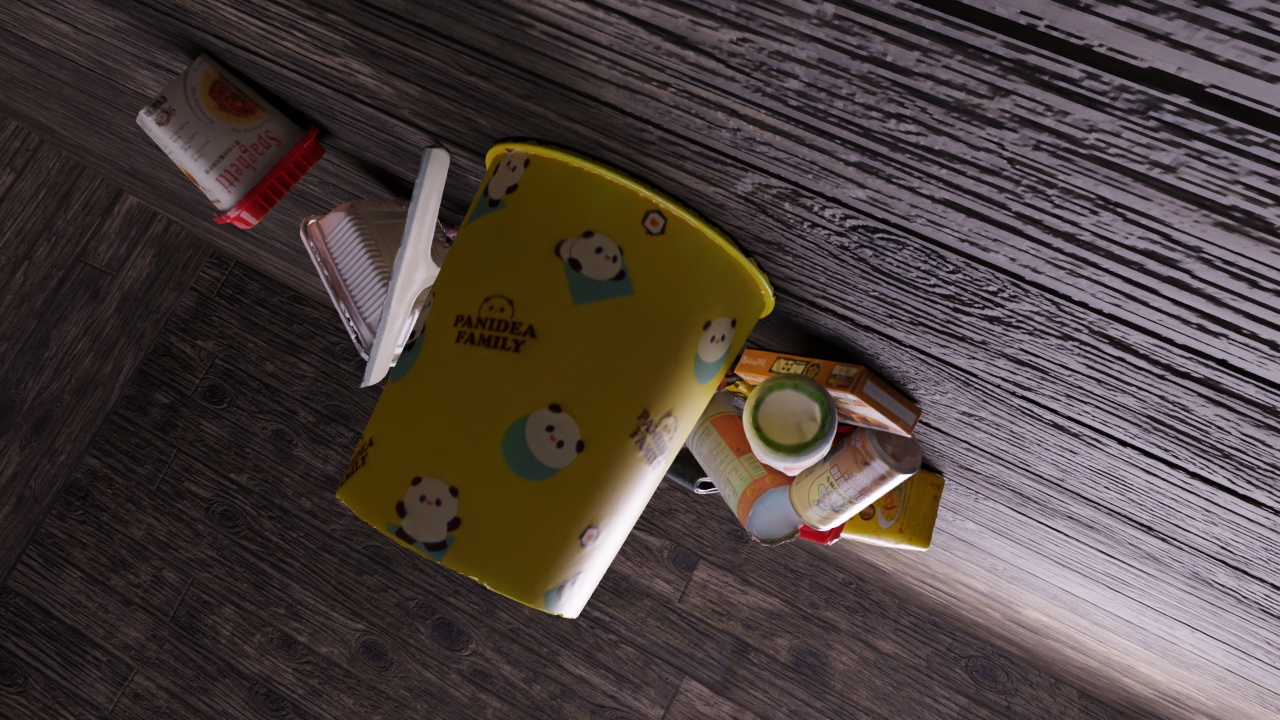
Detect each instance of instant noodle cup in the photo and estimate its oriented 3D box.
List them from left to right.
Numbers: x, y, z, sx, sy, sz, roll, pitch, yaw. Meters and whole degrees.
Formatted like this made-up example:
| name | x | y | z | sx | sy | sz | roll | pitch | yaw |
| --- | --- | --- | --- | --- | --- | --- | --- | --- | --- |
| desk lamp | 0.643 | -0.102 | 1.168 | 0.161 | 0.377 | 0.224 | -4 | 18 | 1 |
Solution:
| name | x | y | z | sx | sy | sz | roll | pitch | yaw |
| --- | --- | --- | --- | --- | --- | --- | --- | --- | --- |
| instant noodle cup | -0.365 | -0.195 | 0.812 | 0.124 | 0.116 | 0.117 | 46 | 163 | -26 |
| instant noodle cup | -0.226 | -0.085 | 0.872 | 0.137 | 0.061 | 0.173 | -11 | -117 | -49 |
| instant noodle cup | 0.223 | 0.134 | 0.912 | 0.123 | 0.116 | 0.116 | 18 | 172 | -9 |

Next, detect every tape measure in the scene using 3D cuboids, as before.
| name | x | y | z | sx | sy | sz | roll | pitch | yaw |
| --- | --- | --- | --- | --- | --- | --- | --- | --- | --- |
| tape measure | 0.101 | 0.027 | 0.895 | 0.060 | 0.029 | 0.057 | 32 | 170 | -24 |

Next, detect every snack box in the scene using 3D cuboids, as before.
| name | x | y | z | sx | sy | sz | roll | pitch | yaw |
| --- | --- | --- | --- | --- | --- | --- | --- | --- | --- |
| snack box | 0.150 | 0.024 | 0.753 | 0.075 | 0.026 | 0.154 | 33 | 169 | -28 |

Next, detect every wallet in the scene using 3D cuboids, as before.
| name | x | y | z | sx | sy | sz | roll | pitch | yaw |
| --- | --- | --- | --- | --- | --- | --- | --- | --- | --- |
| wallet | 0.065 | 0.118 | 1.021 | 0.120 | 0.019 | 0.097 | 5 | -165 | -46 |

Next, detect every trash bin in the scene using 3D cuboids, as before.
| name | x | y | z | sx | sy | sz | roll | pitch | yaw |
| --- | --- | --- | --- | --- | --- | --- | --- | --- | --- |
| trash bin | -0.064 | 0.020 | 0.637 | 0.229 | 0.255 | 0.230 | 27 | 171 | 4 |

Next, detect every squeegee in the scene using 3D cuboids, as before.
| name | x | y | z | sx | sy | sz | roll | pitch | yaw |
| --- | --- | --- | --- | --- | --- | --- | --- | --- | --- |
| squeegee | -0.097 | -0.061 | 0.804 | 0.246 | 0.247 | 0.039 | 9 | -141 | -23 |

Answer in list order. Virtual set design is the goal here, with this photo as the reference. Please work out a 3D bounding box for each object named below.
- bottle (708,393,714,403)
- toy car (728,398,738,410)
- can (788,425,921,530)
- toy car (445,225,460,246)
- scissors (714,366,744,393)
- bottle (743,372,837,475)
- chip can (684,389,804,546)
| name | x | y | z | sx | sy | sz | roll | pitch | yaw |
| --- | --- | --- | --- | --- | --- | --- | --- | --- | --- |
| bottle | -0.006 | -0.006 | 0.930 | 0.175 | 0.057 | 0.057 | 30 | 171 | -14 |
| toy car | 0.057 | 0.045 | 1.073 | 0.120 | 0.045 | 0.053 | 32 | 169 | -14 |
| can | 0.184 | 0.098 | 0.793 | 0.058 | 0.058 | 0.117 | 30 | 134 | -11 |
| toy car | -0.126 | -0.099 | 0.850 | 0.056 | 0.037 | 0.122 | 25 | -177 | 35 |
| scissors | 0.001 | 0.013 | 0.888 | 0.194 | 0.015 | 0.207 | 21 | 149 | -7 |
| bottle | 0.122 | 0.059 | 0.747 | 0.068 | 0.068 | 0.197 | 26 | 174 | 13 |
| chip can | 0.095 | 0.098 | 0.936 | 0.071 | 0.071 | 0.214 | 33 | -169 | -31 |
